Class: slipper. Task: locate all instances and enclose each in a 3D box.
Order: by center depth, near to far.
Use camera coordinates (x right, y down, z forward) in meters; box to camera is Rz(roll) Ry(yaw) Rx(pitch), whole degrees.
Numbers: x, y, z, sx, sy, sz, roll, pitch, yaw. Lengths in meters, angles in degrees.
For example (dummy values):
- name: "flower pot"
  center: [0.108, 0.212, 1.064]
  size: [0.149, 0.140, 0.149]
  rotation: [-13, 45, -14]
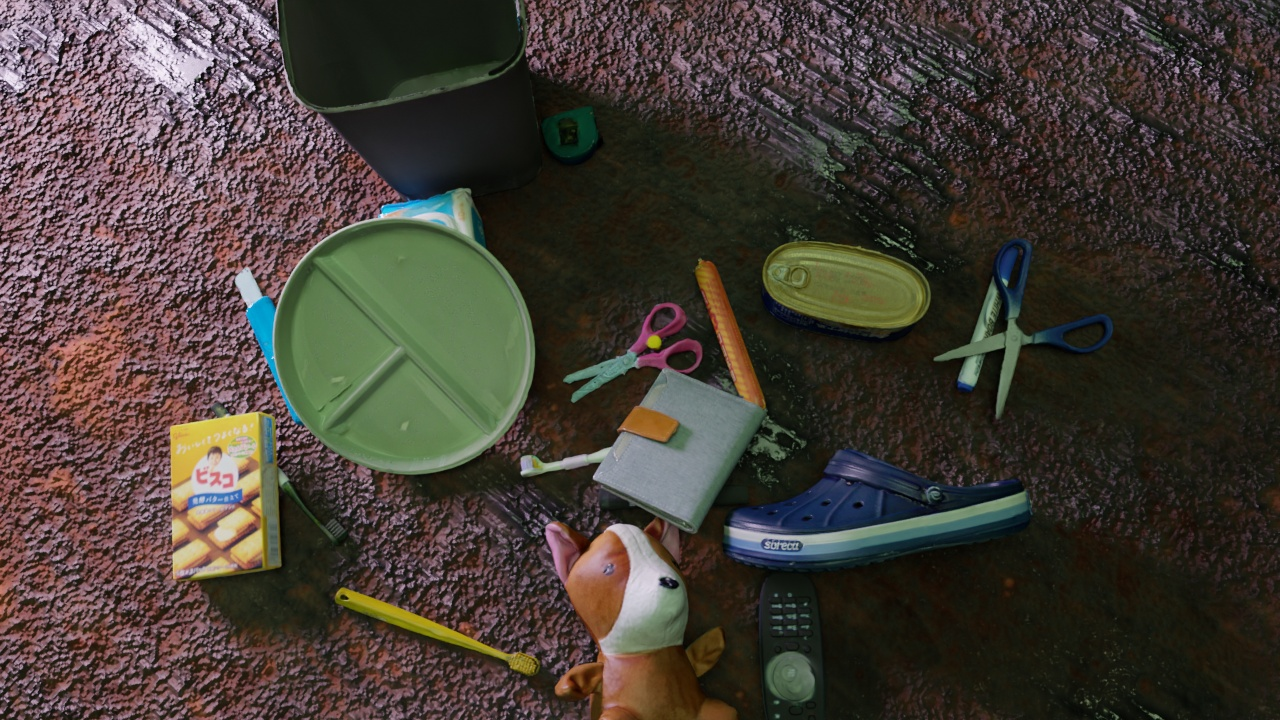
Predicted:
- name: "slipper"
  center: [0.190, 0.116, 0.748]
  size: [0.253, 0.105, 0.095]
  rotation: [-7, 80, -1]

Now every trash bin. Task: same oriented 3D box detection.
- name: "trash bin"
  center: [-0.186, -0.264, 0.831]
  size: [0.198, 0.220, 0.198]
  rotation: [-12, 72, 1]

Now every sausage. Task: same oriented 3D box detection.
- name: "sausage"
  center: [0.082, -0.022, 0.842]
  size: [0.021, 0.021, 0.165]
  rotation: [-18, 73, -1]

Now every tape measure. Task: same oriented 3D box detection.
- name: "tape measure"
  center: [-0.068, -0.224, 0.912]
  size: [0.058, 0.025, 0.054]
  rotation: [-15, 72, 0]

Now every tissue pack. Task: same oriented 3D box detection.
- name: "tissue pack"
  center: [-0.191, -0.091, 0.861]
  size: [0.090, 0.063, 0.140]
  rotation: [-13, 73, 2]

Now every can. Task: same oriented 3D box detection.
- name: "can"
  center: [0.183, -0.061, 0.832]
  size: [0.148, 0.049, 0.074]
  rotation: [12, 74, 7]

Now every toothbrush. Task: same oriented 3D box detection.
- name: "toothbrush"
  center: [-0.176, 0.232, 0.787]
  size: [0.190, 0.017, 0.015]
  rotation: [17, 75, 9]
- name: "toothbrush"
  center: [-0.014, 0.079, 0.821]
  size: [0.189, 0.029, 0.020]
  rotation: [-10, 115, 0]
- name: "toothbrush"
  center: [-0.332, 0.101, 0.841]
  size: [0.186, 0.012, 0.017]
  rotation: [42, 74, 14]

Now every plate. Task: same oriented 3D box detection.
- name: "plate"
  center: [-0.207, -0.012, 0.812]
  size: [0.230, 0.027, 0.230]
  rotation: [0, 101, -1]

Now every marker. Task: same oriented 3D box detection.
- name: "marker"
  center: [0.029, 0.119, 0.804]
  size: [0.132, 0.022, 0.020]
  rotation: [-3, 80, 4]
- name: "marker"
  center: [0.315, -0.039, 0.833]
  size: [0.017, 0.017, 0.145]
  rotation: [21, 76, 10]

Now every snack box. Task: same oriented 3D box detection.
- name: "snack box"
  center: [-0.370, 0.121, 0.819]
  size: [0.087, 0.034, 0.140]
  rotation: [-9, 75, 7]

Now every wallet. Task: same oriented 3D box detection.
- name: "wallet"
  center: [0.032, 0.071, 0.787]
  size: [0.106, 0.037, 0.129]
  rotation: [24, 59, 20]

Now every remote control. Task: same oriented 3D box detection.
- name: "remote control"
  center: [0.125, 0.243, 0.759]
  size: [0.053, 0.024, 0.136]
  rotation: [-1, 74, 2]

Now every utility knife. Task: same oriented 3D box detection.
- name: "utility knife"
  center: [-0.345, -0.015, 0.874]
  size: [0.034, 0.018, 0.185]
  rotation: [-26, 71, -20]

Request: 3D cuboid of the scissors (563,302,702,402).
- name: "scissors"
  center: [-0.005, 0.008, 0.846]
  size: [0.137, 0.017, 0.076]
  rotation: [-35, 83, -2]

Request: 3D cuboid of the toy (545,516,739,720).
- name: "toy"
  center: [-0.001, 0.216, 0.729]
  size: [0.140, 0.131, 0.199]
  rotation: [4, 59, -28]

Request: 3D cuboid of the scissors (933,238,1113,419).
- name: "scissors"
  center: [0.340, -0.030, 0.818]
  size: [0.176, 0.012, 0.162]
  rotation: [-4, 79, -6]
